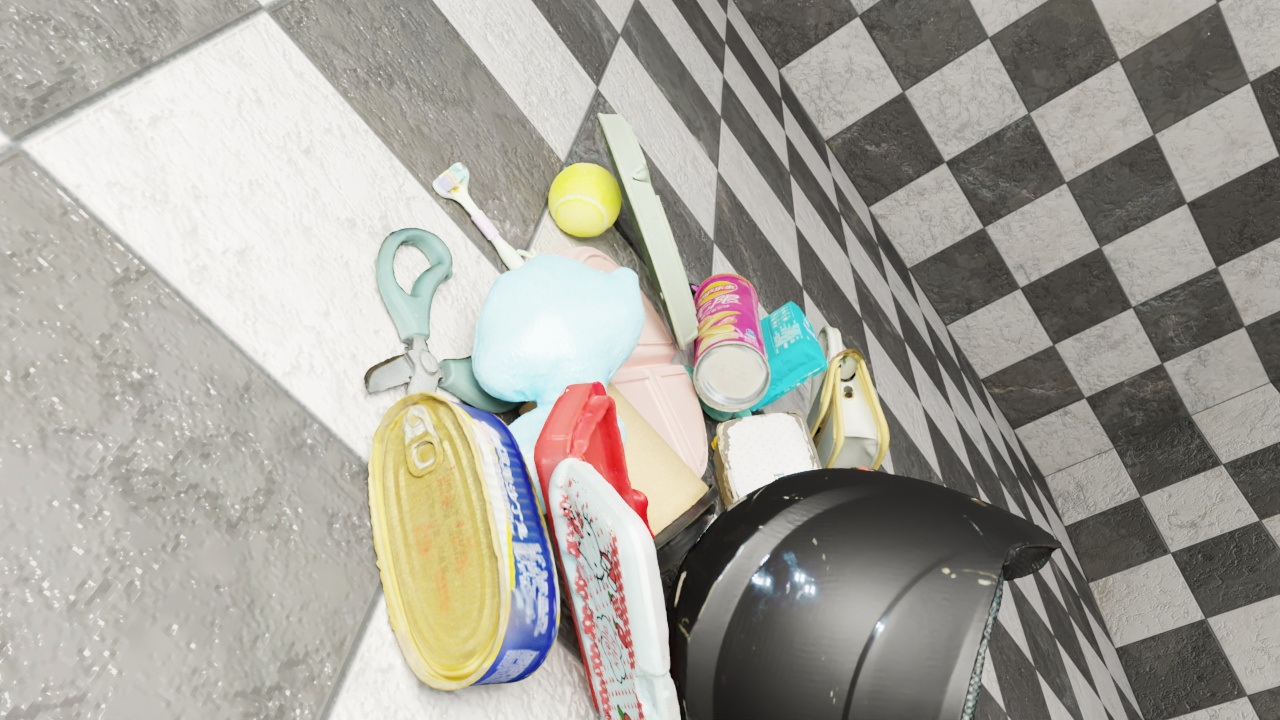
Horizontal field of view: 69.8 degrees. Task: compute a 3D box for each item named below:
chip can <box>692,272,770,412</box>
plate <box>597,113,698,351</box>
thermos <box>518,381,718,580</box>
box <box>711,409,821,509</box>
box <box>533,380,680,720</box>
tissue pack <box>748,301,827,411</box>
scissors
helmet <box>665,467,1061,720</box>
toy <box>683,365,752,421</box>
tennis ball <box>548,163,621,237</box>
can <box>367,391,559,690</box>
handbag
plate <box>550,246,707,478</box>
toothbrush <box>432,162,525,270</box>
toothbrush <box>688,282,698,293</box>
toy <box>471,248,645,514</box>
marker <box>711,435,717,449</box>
[{"bbox_3d":[0.087,-0.024,0.910,0.071,0.071,0.210,53,16,-16],"label":"chip can"},{"bbox_3d":[0.009,-0.119,0.846,0.230,0.027,0.230,-6,77,-90],"label":"plate"},{"bbox_3d":[-0.016,0.074,0.614,0.143,0.093,0.092,53,23,3],"label":"thermos"},{"bbox_3d":[0.122,0.135,0.796,0.063,0.090,0.184,90,-9,-57],"label":"box"},{"bbox_3d":[-0.013,0.127,0.486,0.160,0.063,0.201,-108,-172,-62],"label":"box"},{"bbox_3d":[0.149,-0.004,1.004,0.050,0.093,0.133,50,18,-19],"label":"tissue pack"},{"bbox_3d":[-0.115,-0.002,0.581,0.172,0.019,0.176,43,27,-36],"label":"scissors"},{"bbox_3d":[0.127,0.183,0.600,0.230,0.233,0.275,16,-2,-2],"label":"helmet"},{"bbox_3d":[0.087,0.044,0.917,0.096,0.030,0.091,54,21,20],"label":"toy"},{"bbox_3d":[-0.049,-0.143,0.817,0.065,0.066,0.065,45,28,-32],"label":"tennis ball"},{"bbox_3d":[-0.089,0.088,0.459,0.049,0.075,0.148,26,39,-57],"label":"can"},{"bbox_3d":[0.209,0.056,1.016,0.164,0.063,0.178,95,-10,-55],"label":"handbag"},{"bbox_3d":[-0.004,0.004,0.758,0.229,0.028,0.229,51,21,-30],"label":"plate"},{"bbox_3d":[-0.091,-0.068,0.708,0.189,0.029,0.020,53,-16,-20],"label":"toothbrush"},{"bbox_3d":[0.061,-0.079,1.040,0.189,0.018,0.014,10,55,-65],"label":"toothbrush"},{"bbox_3d":[-0.054,0.002,0.564,0.161,0.050,0.156,-26,84,-25],"label":"toy"},{"bbox_3d":[0.097,0.079,0.923,0.018,0.015,0.123,62,21,11],"label":"marker"}]
